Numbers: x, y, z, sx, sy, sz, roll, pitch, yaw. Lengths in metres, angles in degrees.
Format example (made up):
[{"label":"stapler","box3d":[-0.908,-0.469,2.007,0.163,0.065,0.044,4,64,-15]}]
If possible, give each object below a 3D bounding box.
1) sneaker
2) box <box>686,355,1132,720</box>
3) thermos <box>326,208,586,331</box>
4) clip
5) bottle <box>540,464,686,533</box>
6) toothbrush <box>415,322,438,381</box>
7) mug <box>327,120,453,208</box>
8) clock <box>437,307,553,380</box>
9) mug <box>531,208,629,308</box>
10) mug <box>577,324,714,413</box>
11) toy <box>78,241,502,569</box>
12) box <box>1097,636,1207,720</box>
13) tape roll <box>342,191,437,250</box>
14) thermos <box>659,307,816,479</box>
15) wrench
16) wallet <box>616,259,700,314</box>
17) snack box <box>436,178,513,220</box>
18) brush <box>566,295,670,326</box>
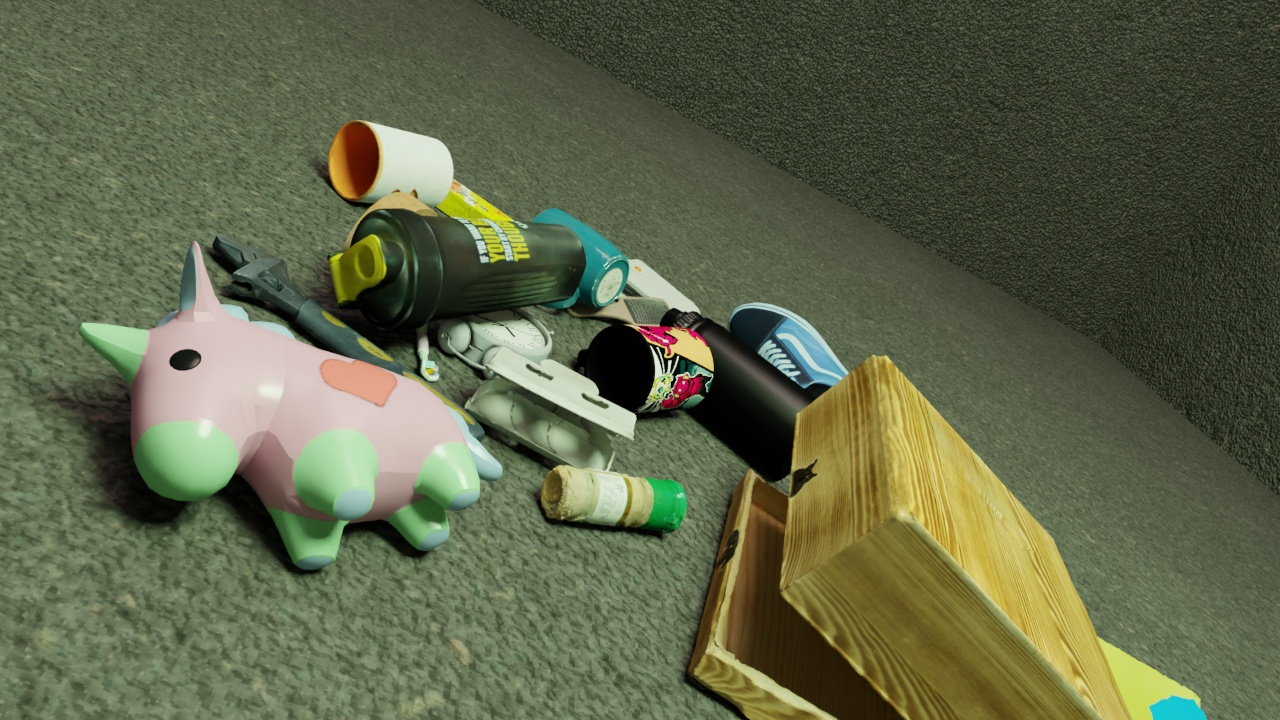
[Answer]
[{"label":"sneaker","box3d":[0.183,0.010,1.097,0.241,0.084,0.098,46,26,28]},{"label":"box","box3d":[0.195,0.178,0.675,0.251,0.192,0.278,44,20,-6]},{"label":"thermos","box3d":[-0.146,-0.077,0.762,0.098,0.098,0.220,42,32,27]},{"label":"clip","box3d":[-0.075,0.047,0.738,0.126,0.101,0.152,30,-7,-5]},{"label":"bottle","box3d":[-0.019,0.104,0.682,0.111,0.043,0.043,14,27,-35]},{"label":"toothbrush","box3d":[-0.188,-0.030,0.790,0.022,0.015,0.154,59,3,-36]},{"label":"mug","box3d":[-0.266,-0.207,0.984,0.082,0.082,0.105,41,23,25]},{"label":"clock","box3d":[-0.129,-0.018,0.812,0.094,0.035,0.122,32,21,5]},{"label":"mug","box3d":[-0.079,-0.098,0.993,0.104,0.085,0.112,31,56,25]},{"label":"mug","box3d":[-0.005,0.005,0.881,0.118,0.082,0.098,12,7,37]},{"label":"toy","box3d":[-0.190,0.033,0.536,0.221,0.120,0.171,2,45,-49]},{"label":"box","box3d":[0.386,0.321,0.693,0.124,0.079,0.220,29,24,-1]},{"label":"tape roll","box3d":[-0.216,-0.099,0.796,0.027,0.094,0.093,35,22,11]},{"label":"thermos","box3d":[0.091,0.025,0.935,0.198,0.086,0.086,39,23,20]},{"label":"wrench","box3d":[-0.228,-0.017,0.699,0.273,0.022,0.073,35,15,11]},{"label":"wallet","box3d":[0.018,-0.082,1.143,0.118,0.038,0.115,40,23,14]},{"label":"snack box","box3d":[-0.192,-0.170,1.072,0.148,0.029,0.040,35,22,11]},{"label":"brush","box3d":[-0.020,-0.058,1.031,0.135,0.015,0.049,1,45,-30]}]
